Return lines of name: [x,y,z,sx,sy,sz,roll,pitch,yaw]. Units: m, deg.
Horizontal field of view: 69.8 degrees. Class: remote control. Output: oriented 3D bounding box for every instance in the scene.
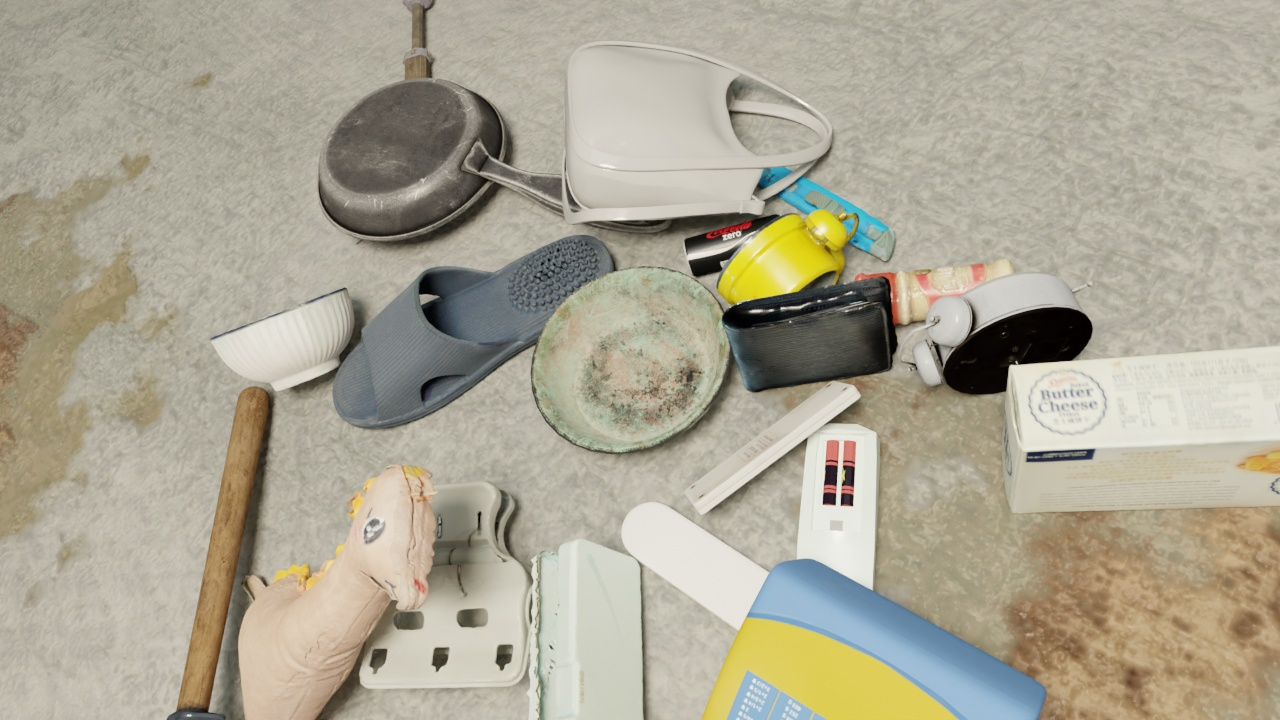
remote control: [0.091,0.060,0.639,0.136,0.050,0.011,-36,95,-2]
remote control: [0.132,0.108,0.612,0.050,0.024,0.143,0,64,19]
remote control: [0.044,0.143,0.630,0.136,0.013,0.043,29,76,29]

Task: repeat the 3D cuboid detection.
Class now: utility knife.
utility knife: [0.134,-0.132,0.743,0.031,0.015,0.179,-44,57,-14]

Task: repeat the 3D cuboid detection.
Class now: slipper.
slipper: [-0.149,-0.040,0.752,0.263,0.082,0.101,-28,56,2]

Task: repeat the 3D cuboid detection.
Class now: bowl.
bowl: [-0.004,0.004,0.704,0.158,0.038,0.157,-8,61,15]
bowl: [-0.296,-0.013,0.785,0.118,0.118,0.062,-19,101,8]

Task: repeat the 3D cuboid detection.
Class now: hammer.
hammer: [-0.325,0.154,0.713,0.130,0.040,0.321,-48,37,40]
hammer: [-0.222,-0.268,0.927,0.147,0.028,0.316,-13,61,10]

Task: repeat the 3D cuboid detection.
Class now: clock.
clock: [0.112,-0.071,0.677,0.118,0.083,0.057,-39,70,-4]
clock: [0.229,-0.016,0.600,0.122,0.095,0.035,-7,56,-4]

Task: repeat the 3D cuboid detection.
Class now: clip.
clip: [-0.124,0.164,0.658,0.126,0.097,0.152,-6,50,14]

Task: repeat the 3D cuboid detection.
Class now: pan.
pan: [-0.140,-0.170,0.821,0.357,0.055,0.187,15,65,22]

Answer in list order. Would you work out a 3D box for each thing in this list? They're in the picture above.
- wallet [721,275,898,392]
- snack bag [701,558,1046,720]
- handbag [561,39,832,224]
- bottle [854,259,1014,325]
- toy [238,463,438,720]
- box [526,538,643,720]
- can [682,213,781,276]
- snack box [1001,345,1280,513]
wallet: [0.121,-0.013,0.642,0.115,0.089,0.026,-10,55,14]
snack bag: [0.110,0.239,0.517,0.159,0.102,0.205,26,94,28]
handbag: [0.049,-0.175,0.750,0.222,0.096,0.215,0,53,-7]
bottle: [0.209,-0.047,0.656,0.109,0.044,0.044,-5,62,14]
toy: [-0.214,0.146,0.617,0.265,0.065,0.196,-57,44,25]
box: [-0.030,0.216,0.581,0.083,0.066,0.198,11,56,-21]
can: [0.077,-0.092,0.731,0.080,0.031,0.031,-14,60,11]
snack box: [0.324,0.043,0.535,0.208,0.104,0.057,-5,60,17]
